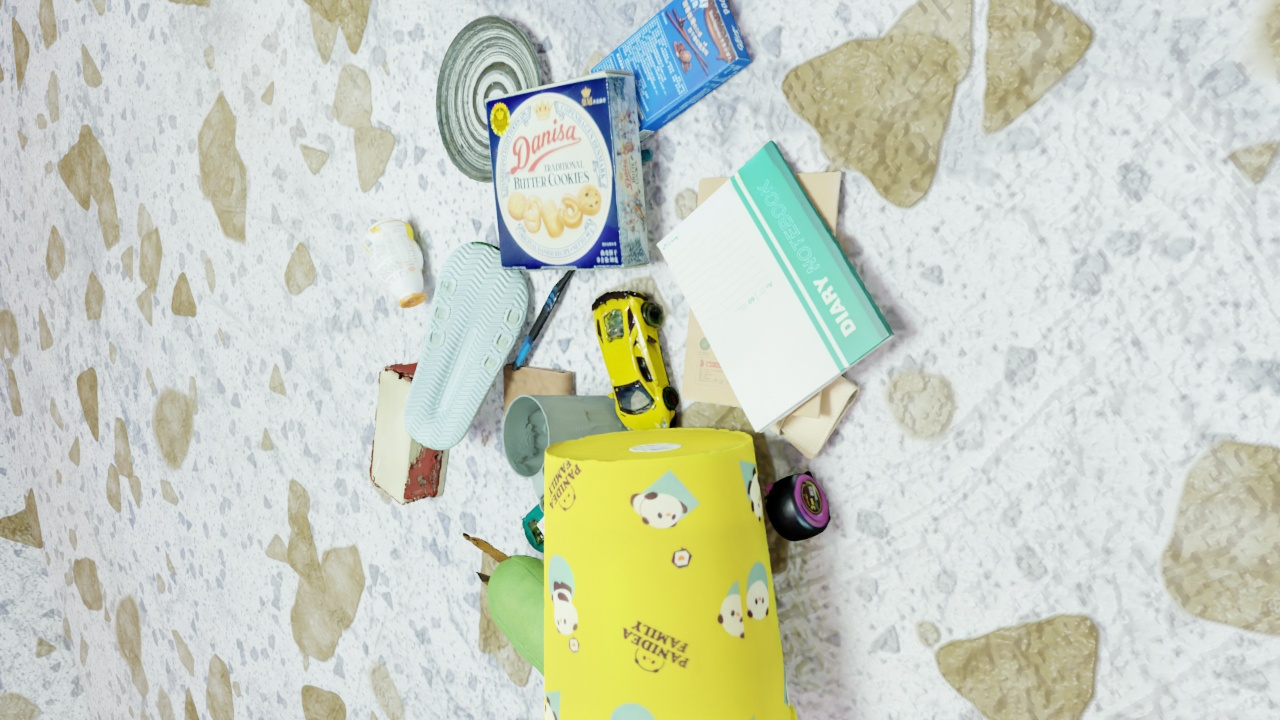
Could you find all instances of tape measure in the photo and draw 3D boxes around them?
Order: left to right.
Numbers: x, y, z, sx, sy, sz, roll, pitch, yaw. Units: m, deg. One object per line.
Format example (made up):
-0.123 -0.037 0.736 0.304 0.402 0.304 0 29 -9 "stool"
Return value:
-0.111 0.191 1.049 0.058 0.025 0.054 -46 67 37 "tape measure"
0.136 0.129 0.802 0.039 0.057 0.057 -30 80 37 "tape measure"

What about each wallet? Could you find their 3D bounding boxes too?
-0.118 0.058 1.038 0.115 0.020 0.101 5 99 43 "wallet"
0.128 0.025 0.815 0.115 0.024 0.087 41 123 28 "wallet"

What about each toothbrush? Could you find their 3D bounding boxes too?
-0.101 -0.060 0.999 0.014 0.016 0.190 49 121 29 "toothbrush"

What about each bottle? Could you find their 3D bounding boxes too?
-0.300 -0.120 1.137 0.063 0.063 0.108 -34 75 39 "bottle"

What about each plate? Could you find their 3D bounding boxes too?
-0.165 -0.287 1.019 0.180 0.024 0.179 7 102 38 "plate"

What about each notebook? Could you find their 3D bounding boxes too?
0.103 -0.060 0.813 0.148 0.008 0.207 7 93 41 "notebook"
0.109 -0.064 0.795 0.151 0.012 0.209 -41 63 32 "notebook"

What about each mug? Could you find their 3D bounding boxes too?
-0.070 0.093 0.932 0.084 0.103 0.124 -41 61 41 "mug"

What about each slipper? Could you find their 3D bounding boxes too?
-0.200 -0.014 1.050 0.104 0.074 0.245 21 101 -7 "slipper"

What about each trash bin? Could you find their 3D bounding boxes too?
0.016 0.198 0.810 0.230 0.229 0.255 -1 94 41 "trash bin"

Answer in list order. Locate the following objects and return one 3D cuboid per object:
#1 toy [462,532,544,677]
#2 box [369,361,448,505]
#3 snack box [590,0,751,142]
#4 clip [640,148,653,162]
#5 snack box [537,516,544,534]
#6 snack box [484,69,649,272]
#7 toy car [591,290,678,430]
-0.101 0.287 1.012 0.247 0.089 0.227 40 147 21 "toy"
-0.295 0.093 1.159 0.091 0.076 0.168 25 114 37 "box"
0.024 -0.273 0.852 0.158 0.026 0.084 -26 81 41 "snack box"
-0.014 -0.199 0.903 0.057 0.043 0.014 0 96 44 "clip"
-0.038 0.210 0.974 0.157 0.026 0.085 50 129 14 "snack box"
-0.076 -0.181 0.915 0.178 0.045 0.182 4 104 43 "snack box"
-0.005 0.005 0.916 0.071 0.041 0.156 -15 89 42 "toy car"
